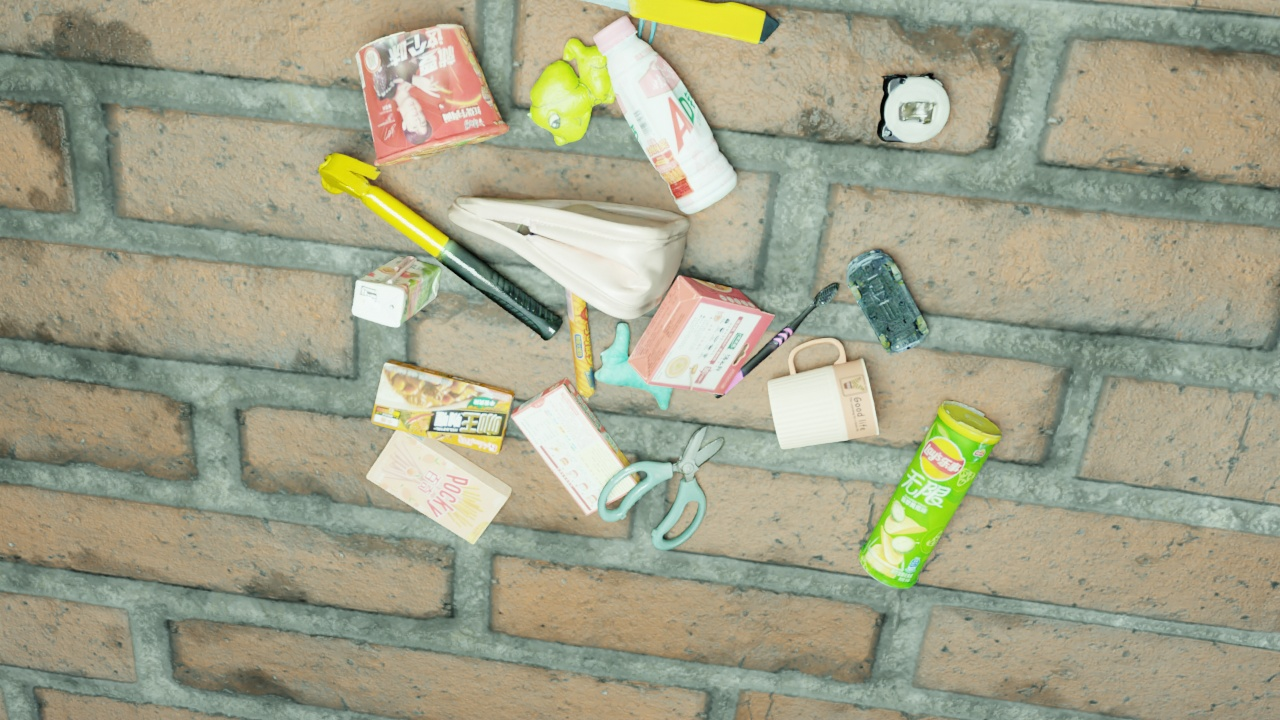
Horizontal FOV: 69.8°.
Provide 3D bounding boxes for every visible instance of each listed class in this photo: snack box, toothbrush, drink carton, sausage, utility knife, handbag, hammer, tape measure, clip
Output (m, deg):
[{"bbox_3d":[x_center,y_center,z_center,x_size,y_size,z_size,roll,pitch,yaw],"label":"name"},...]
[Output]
[{"bbox_3d":[-0.244,0.149,1.116,0.157,0.026,0.085,34,111,-7],"label":"snack box"},{"bbox_3d":[0.066,-0.025,0.986,0.127,0.044,0.113,9,120,-46],"label":"snack box"},{"bbox_3d":[0.149,-0.018,1.016,0.014,0.017,0.189,41,111,-11],"label":"toothbrush"},{"bbox_3d":[-0.075,0.103,1.080,0.077,0.027,0.156,-31,105,15],"label":"snack box"},{"bbox_3d":[-0.258,-0.077,0.979,0.053,0.122,0.045,15,110,2],"label":"drink carton"},{"bbox_3d":[-0.068,-0.031,1.030,0.021,0.021,0.165,-3,111,7],"label":"sausage"},{"bbox_3d":[0.029,-0.343,0.889,0.216,0.015,0.033,10,112,-8],"label":"utility knife"},{"bbox_3d":[-0.230,0.054,1.069,0.154,0.026,0.075,14,98,-1],"label":"snack box"},{"bbox_3d":[-0.077,-0.126,0.915,0.234,0.193,0.093,19,105,7],"label":"handbag"},{"bbox_3d":[-0.210,-0.119,0.980,0.300,0.129,0.032,37,79,-18],"label":"hammer"},{"bbox_3d":[0.269,-0.249,0.905,0.066,0.033,0.066,1,113,6],"label":"tape measure"},{"bbox_3d":[0.009,-0.342,0.906,0.047,0.014,0.057,11,113,-1],"label":"clip"}]

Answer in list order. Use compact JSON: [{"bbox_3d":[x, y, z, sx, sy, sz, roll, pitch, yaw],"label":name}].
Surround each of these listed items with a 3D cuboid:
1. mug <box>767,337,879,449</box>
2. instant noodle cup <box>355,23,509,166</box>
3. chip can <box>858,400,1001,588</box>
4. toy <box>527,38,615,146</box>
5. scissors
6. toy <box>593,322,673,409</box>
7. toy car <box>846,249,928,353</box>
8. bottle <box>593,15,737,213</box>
[{"bbox_3d":[0.196,0.035,1.003,0.106,0.081,0.114,-12,83,12],"label":"mug"},{"bbox_3d":[-0.210,-0.261,0.901,0.138,0.137,0.108,-13,103,10],"label":"instant noodle cup"},{"bbox_3d":[0.322,0.157,1.035,0.072,0.072,0.222,21,112,-2],"label":"chip can"},{"bbox_3d":[-0.070,-0.273,0.932,0.100,0.031,0.097,-15,109,7],"label":"toy"},{"bbox_3d":[0.044,0.158,1.085,0.177,0.019,0.171,-34,118,1],"label":"scissors"},{"bbox_3d":[-0.006,0.006,1.035,0.092,0.030,0.096,7,106,1],"label":"toy"},{"bbox_3d":[0.262,-0.062,0.977,0.054,0.036,0.120,-29,115,15],"label":"toy car"},{"bbox_3d":[0.022,-0.244,0.912,0.068,0.068,0.197,-29,106,15],"label":"bottle"}]
